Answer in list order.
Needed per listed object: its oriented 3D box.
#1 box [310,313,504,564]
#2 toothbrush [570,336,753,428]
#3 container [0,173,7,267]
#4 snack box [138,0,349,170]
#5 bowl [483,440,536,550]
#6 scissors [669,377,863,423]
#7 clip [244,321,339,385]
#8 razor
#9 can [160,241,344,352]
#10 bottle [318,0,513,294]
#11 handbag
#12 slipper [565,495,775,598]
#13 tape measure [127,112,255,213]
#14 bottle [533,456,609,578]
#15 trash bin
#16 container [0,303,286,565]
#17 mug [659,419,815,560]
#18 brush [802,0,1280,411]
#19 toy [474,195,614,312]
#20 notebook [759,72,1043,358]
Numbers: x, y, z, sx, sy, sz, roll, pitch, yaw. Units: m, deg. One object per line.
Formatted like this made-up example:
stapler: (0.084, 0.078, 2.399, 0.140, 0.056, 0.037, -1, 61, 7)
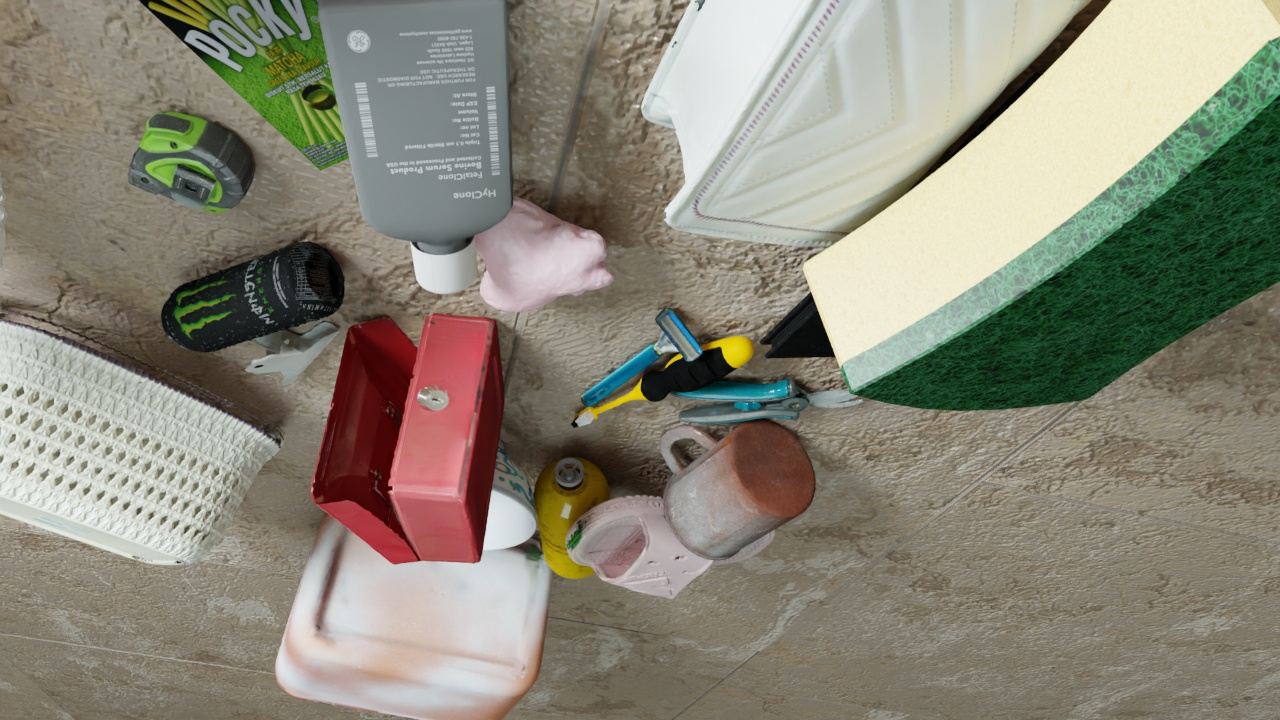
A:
box: (-0.151, 0.059, 0.684, 0.117, 0.157, 0.136, -7, 145, 9)
toothbrush: (0.011, 0.020, 0.716, 0.197, 0.030, 0.031, -25, 110, 42)
container: (-0.422, -0.114, 0.441, 0.189, 0.188, 0.187, 20, 144, -20)
snack box: (-0.186, -0.168, 0.472, 0.080, 0.025, 0.147, -14, 141, 26)
bowl: (-0.160, 0.106, 0.821, 0.144, 0.074, 0.144, 4, 145, 2)
scissors: (0.092, 0.030, 0.726, 0.150, 0.019, 0.131, 24, 142, -24)
clip: (-0.283, -0.010, 0.722, 0.054, 0.040, 0.102, 7, 150, -40)
razor: (-0.004, 0.004, 0.702, 0.042, 0.022, 0.144, 54, 139, -1)
can: (-0.270, -0.042, 0.640, 0.138, 0.053, 0.054, -13, 141, 25)
bottle: (-0.110, -0.111, 0.482, 0.083, 0.046, 0.174, -8, 136, -12)
handbag: (0.099, -0.143, 0.414, 0.141, 0.096, 0.199, 3, 148, -26)
slipper: (0.036, 0.178, 0.847, 0.239, 0.064, 0.094, 9, 134, -38)
tape measure: (-0.269, -0.115, 0.550, 0.065, 0.035, 0.059, 22, 141, -22)
bottle: (-0.062, 0.143, 0.864, 0.071, 0.070, 0.164, 4, 145, 2)
trash bin: (-0.232, 0.268, 0.975, 0.259, 0.181, 0.158, 17, 142, -15)
container: (-0.437, 0.069, 0.747, 0.185, 0.143, 0.251, -11, 144, 46)
mug: (0.072, 0.099, 0.780, 0.123, 0.096, 0.110, 44, 132, -2)
brush: (0.225, -0.066, 0.427, 0.194, 0.075, 0.251, 3, 149, -32)
toy: (-0.064, -0.066, 0.577, 0.096, 0.052, 0.099, 5, 141, 13)
notebook: (0.198, -0.065, 0.525, 0.169, 0.019, 0.232, -1, 151, -29)
